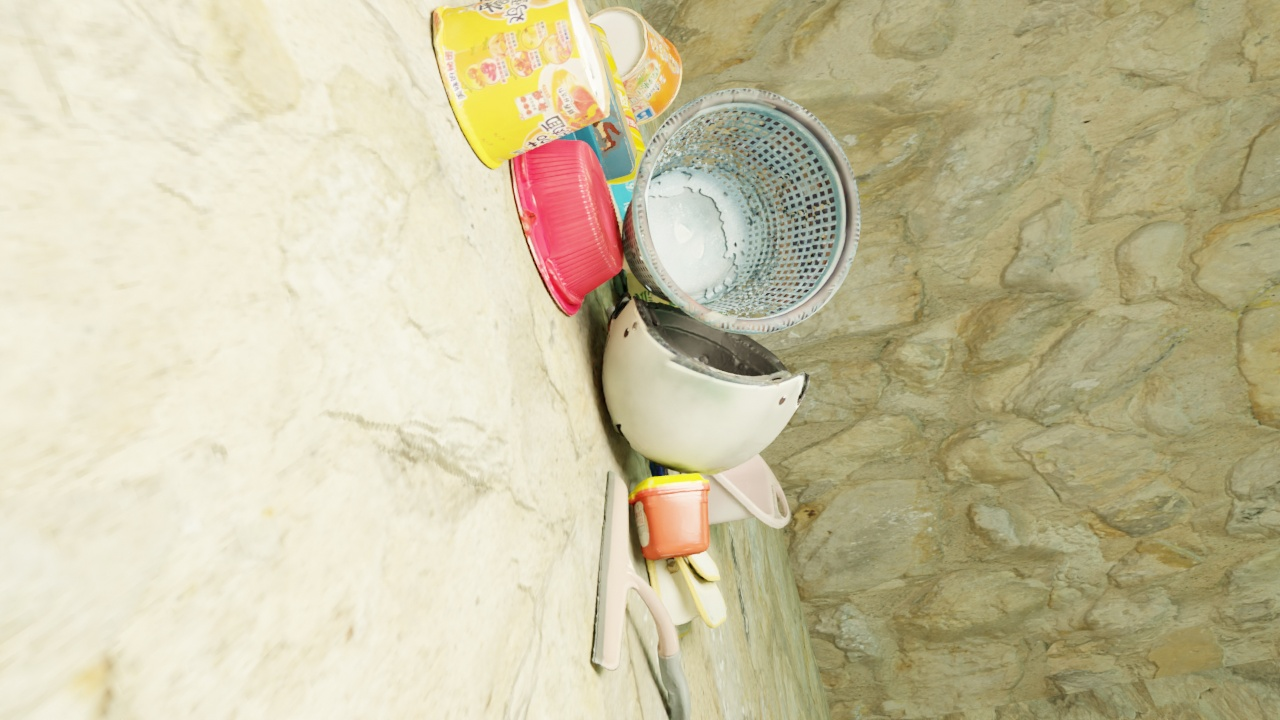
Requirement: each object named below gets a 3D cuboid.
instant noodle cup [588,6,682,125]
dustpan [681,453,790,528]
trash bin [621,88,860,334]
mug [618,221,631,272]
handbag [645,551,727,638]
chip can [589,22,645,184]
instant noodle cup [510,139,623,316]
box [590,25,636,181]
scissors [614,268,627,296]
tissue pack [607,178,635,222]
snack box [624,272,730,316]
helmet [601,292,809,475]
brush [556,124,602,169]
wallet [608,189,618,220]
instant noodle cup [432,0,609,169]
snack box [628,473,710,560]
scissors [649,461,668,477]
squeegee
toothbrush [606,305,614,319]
[{"bbox_3d":[-0.026,-0.435,1.342,0.111,0.151,0.151,24,52,-68],"label":"instant noodle cup"},{"bbox_3d":[0.136,0.138,1.431,0.222,0.139,0.273,-81,156,-65],"label":"dustpan"},{"bbox_3d":[0.076,-0.135,0.930,0.195,0.226,0.226,177,-102,-74],"label":"trash bin"},{"bbox_3d":[0.013,-0.161,1.262,0.124,0.104,0.084,-48,123,-78],"label":"mug"},{"bbox_3d":[0.047,0.221,1.051,0.163,0.063,0.178,47,26,-73],"label":"handbag"},{"bbox_3d":[-0.049,-0.332,1.179,0.072,0.072,0.213,54,17,-65],"label":"chip can"},{"bbox_3d":[-0.065,-0.145,0.912,0.193,0.066,0.194,-14,89,-81],"label":"instant noodle cup"},{"bbox_3d":[-0.067,-0.293,1.047,0.059,0.090,0.184,-87,158,-56],"label":"box"},{"bbox_3d":[-0.006,-0.053,1.257,0.170,0.019,0.180,-89,161,-53],"label":"scissors"},{"bbox_3d":[-0.013,-0.241,1.349,0.089,0.063,0.140,-84,157,-59],"label":"tissue pack"},{"bbox_3d":[0.066,-0.044,1.256,0.240,0.114,0.063,63,16,-55],"label":"snack box"},{"bbox_3d":[0.054,0.036,0.989,0.274,0.230,0.157,-75,-171,-82],"label":"helmet"},{"bbox_3d":[-0.081,-0.250,0.998,0.073,0.055,0.144,-90,163,-57],"label":"brush"},{"bbox_3d":[-0.057,-0.228,1.204,0.087,0.024,0.115,-91,164,-67],"label":"wallet"},{"bbox_3d":[-0.092,-0.240,0.759,0.138,0.110,0.138,-13,89,-79],"label":"instant noodle cup"},{"bbox_3d":[0.030,0.162,0.940,0.091,0.082,0.080,126,-41,-72],"label":"snack box"},{"bbox_3d":[0.034,0.181,1.163,0.157,0.012,0.165,60,19,-64],"label":"scissors"},{"bbox_3d":[0.018,0.268,0.867,0.247,0.040,0.250,-89,163,-60],"label":"squeegee"},{"bbox_3d":[-0.007,0.007,1.162,0.021,0.029,0.189,26,-32,46],"label":"toothbrush"}]
